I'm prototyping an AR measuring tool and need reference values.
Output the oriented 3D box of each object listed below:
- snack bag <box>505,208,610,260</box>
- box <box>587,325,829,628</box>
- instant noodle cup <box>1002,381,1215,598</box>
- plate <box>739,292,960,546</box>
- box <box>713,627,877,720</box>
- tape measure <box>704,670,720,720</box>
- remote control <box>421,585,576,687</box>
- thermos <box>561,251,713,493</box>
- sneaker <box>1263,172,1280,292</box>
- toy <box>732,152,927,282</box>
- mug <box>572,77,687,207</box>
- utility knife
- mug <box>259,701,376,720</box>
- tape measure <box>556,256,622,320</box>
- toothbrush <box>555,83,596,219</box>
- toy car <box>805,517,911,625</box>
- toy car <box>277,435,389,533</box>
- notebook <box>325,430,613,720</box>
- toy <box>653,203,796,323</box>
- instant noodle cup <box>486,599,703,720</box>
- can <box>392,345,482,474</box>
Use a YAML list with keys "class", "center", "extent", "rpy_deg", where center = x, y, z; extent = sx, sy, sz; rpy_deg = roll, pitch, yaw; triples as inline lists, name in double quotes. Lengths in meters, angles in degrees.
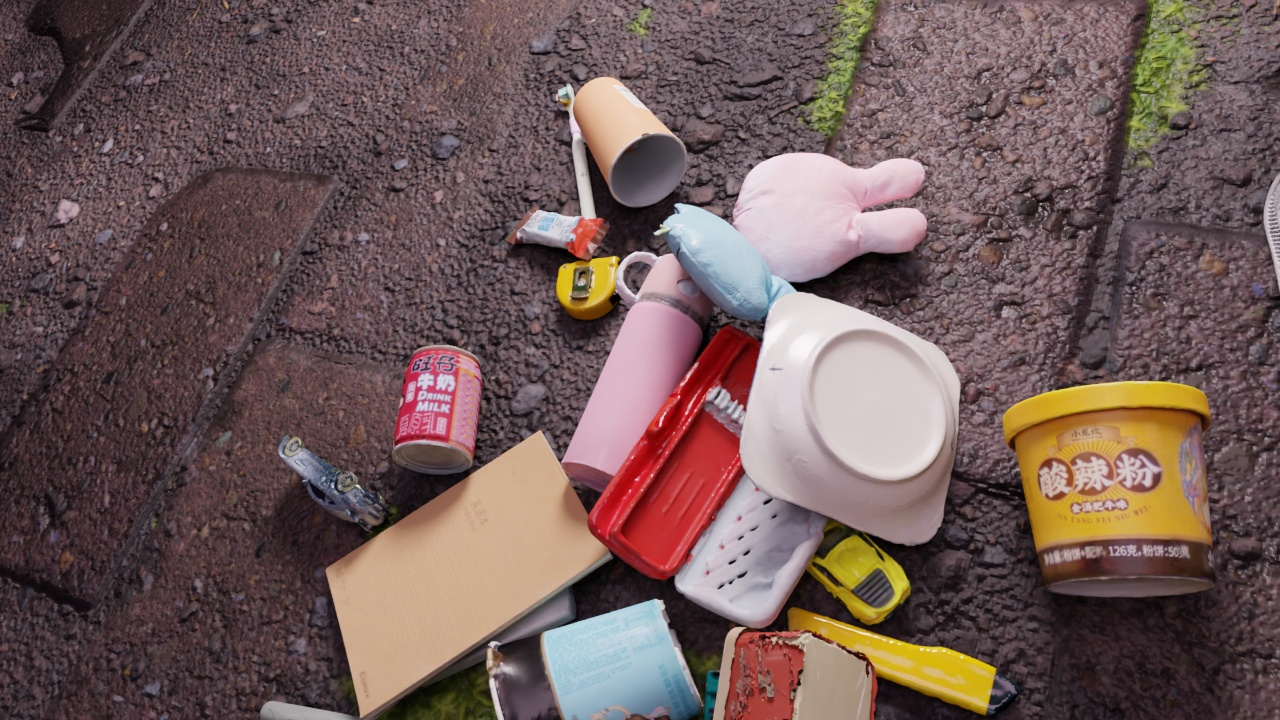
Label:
- class: "snack bag"
  center: [-0.078, -0.119, 0.851]
  extent: [0.104, 0.026, 0.048]
  rpy_deg: [12, 61, 39]
- class: "box"
  center: [0.072, 0.080, 0.667]
  extent: [0.160, 0.065, 0.200]
  rpy_deg: [28, 63, 17]
- class: "instant noodle cup"
  center: [0.294, 0.085, 0.572]
  extent: [0.119, 0.118, 0.114]
  rpy_deg: [-4, 69, 16]
- class: "plate"
  center: [0.156, 0.034, 0.640]
  extent: [0.163, 0.034, 0.164]
  rpy_deg: [21, 65, -11]
- class: "box"
  center: [0.093, 0.250, 0.542]
  extent: [0.078, 0.091, 0.168]
  rpy_deg: [-16, 52, 44]
- class: "tape measure"
  center: [0.055, 0.230, 0.599]
  extent: [0.025, 0.058, 0.054]
  rpy_deg: [-2, 65, 18]
- class: "remote control"
  center: [-0.115, 0.195, 0.696]
  extent: [0.135, 0.019, 0.056]
  rpy_deg: [-26, 56, 3]
- class: "thermos"
  center: [-0.004, 0.004, 0.733]
  extent: [0.087, 0.067, 0.198]
  rpy_deg: [26, 70, -10]
- class: "sneaker"
  center: [0.481, -0.029, 0.593]
  extent: [0.091, 0.089, 0.241]
  rpy_deg: [3, 56, 15]
- class: "toy"
  center: [0.156, -0.122, 0.765]
  extent: [0.160, 0.054, 0.121]
  rpy_deg: [-1, 69, 18]
- class: "mug"
  center: [-0.016, -0.212, 0.863]
  extent: [0.078, 0.078, 0.122]
  rpy_deg: [-30, 53, 0]
- class: "utility knife"
  center: [0.168, 0.196, 0.605]
  extent: [0.154, 0.015, 0.033]
  rpy_deg: [13, 60, 25]
- class: "mug"
  center: [-0.261, 0.304, 0.656]
  extent: [0.103, 0.084, 0.123]
  rpy_deg: [2, 36, 20]
- class: "tape measure"
  center: [-0.047, -0.066, 0.816]
  extent: [0.060, 0.029, 0.057]
  rpy_deg: [-5, 61, 16]
- class: "toothbrush"
  center: [-0.062, -0.197, 0.902]
  extent: [0.020, 0.029, 0.189]
  rpy_deg: [5, 56, -26]
- class: "toy car"
  center: [0.139, 0.135, 0.640]
  extent: [0.048, 0.032, 0.105]
  rpy_deg: [-41, 56, -6]
- class: "toy car"
  center: [-0.264, 0.104, 0.776]
  extent: [0.121, 0.054, 0.036]
  rpy_deg: [28, 71, 29]
- class: "notebook"
  center: [-0.140, 0.158, 0.711]
  extent: [0.211, 0.012, 0.149]
  rpy_deg: [-33, 44, -4]
- class: "toy"
  center: [0.077, -0.062, 0.707]
  extent: [0.050, 0.156, 0.161]
  rpy_deg: [-47, 43, 21]
- class: "instant noodle cup"
  center: [-0.027, 0.217, 0.610]
  extent: [0.120, 0.111, 0.111]
  rpy_deg: [-22, 57, -2]
- class: "can"
  center: [-0.169, 0.041, 0.773]
  extent: [0.066, 0.066, 0.093]
  rpy_deg: [-6, 60, 15]
